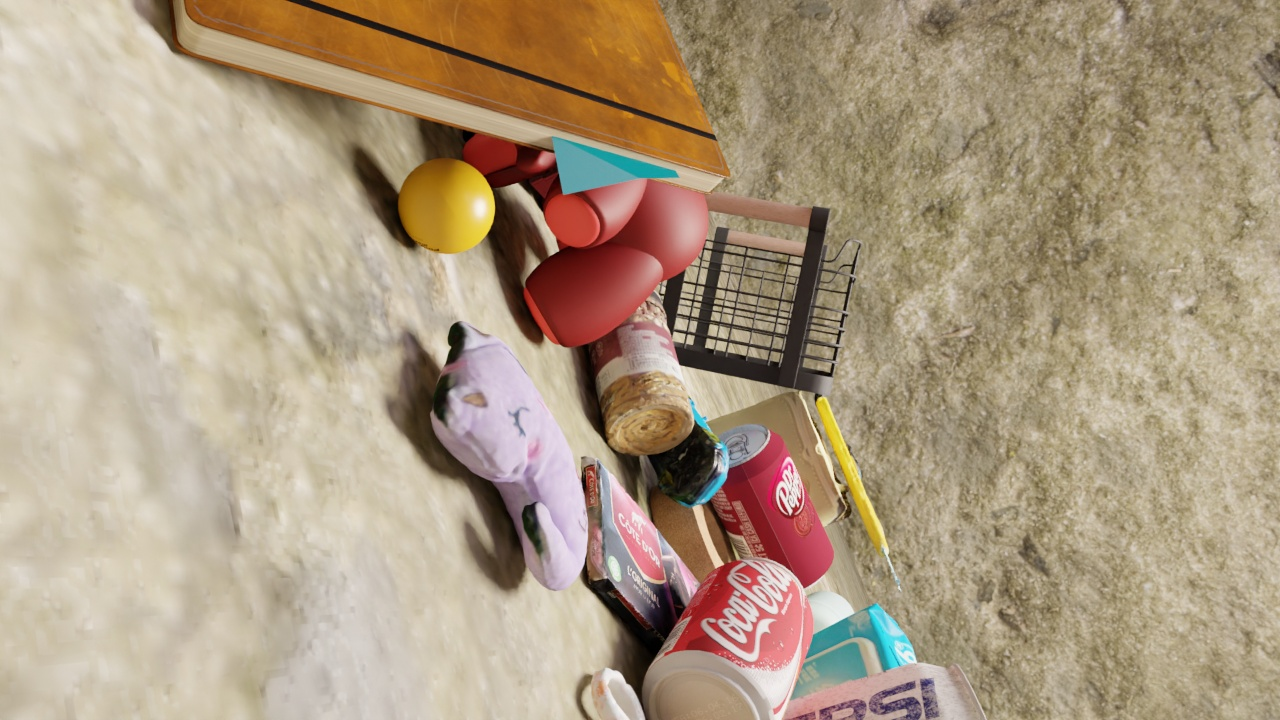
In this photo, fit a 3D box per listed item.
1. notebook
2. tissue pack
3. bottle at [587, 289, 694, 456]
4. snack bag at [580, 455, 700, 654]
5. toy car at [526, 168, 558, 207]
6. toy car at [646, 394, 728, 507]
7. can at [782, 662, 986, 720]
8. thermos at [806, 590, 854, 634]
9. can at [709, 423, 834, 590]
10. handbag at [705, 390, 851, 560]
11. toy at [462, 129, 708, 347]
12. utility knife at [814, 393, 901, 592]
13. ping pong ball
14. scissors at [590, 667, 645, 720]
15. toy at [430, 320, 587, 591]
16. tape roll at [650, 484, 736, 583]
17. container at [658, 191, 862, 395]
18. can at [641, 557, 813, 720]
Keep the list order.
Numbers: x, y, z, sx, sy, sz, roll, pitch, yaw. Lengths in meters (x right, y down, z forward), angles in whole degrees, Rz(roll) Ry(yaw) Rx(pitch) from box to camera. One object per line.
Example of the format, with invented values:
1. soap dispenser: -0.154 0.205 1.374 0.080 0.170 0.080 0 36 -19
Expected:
1. notebook: -0.063 -0.149 0.380 0.248 0.014 0.178 5 57 -42
2. tissue pack: 0.141 0.254 0.610 0.066 0.117 0.209 58 12 -15
3. bottle: -0.004 0.003 0.588 0.056 0.056 0.105 54 16 -48
4. snack bag: 0.008 0.124 0.496 0.155 0.018 0.074 55 18 -40
5. toy car: -0.037 -0.133 0.696 0.170 0.062 0.070 38 31 -69
6. toy car: 0.028 0.055 0.599 0.032 0.048 0.105 33 12 -31
7. can: 0.103 0.203 0.453 0.078 0.136 0.078 -19 89 -84
8. thermos: 0.167 0.257 0.870 0.078 0.065 0.206 46 4 19
9. can: 0.088 0.105 0.644 0.063 0.063 0.114 -86 151 -67
10. handbag: 0.097 0.092 0.729 0.081 0.119 0.111 54 16 -56
11. toy: -0.038 -0.124 0.515 0.158 0.121 0.197 -71 145 -58
12. utility knife: 0.170 0.100 0.725 0.030 0.017 0.175 53 20 -57
13. ping pong ball: -0.082 -0.065 0.388 0.040 0.040 0.040 -23 90 -79
14. scissors: 0.007 0.178 0.398 0.131 0.012 0.073 61 8 -47
15. toy: -0.047 0.039 0.353 0.080 0.036 0.100 -99 164 -55
16. tape roll: 0.039 0.123 0.619 0.094 0.027 0.094 -23 90 -79
17. container: 0.092 -0.054 0.770 0.241 0.163 0.130 -3 104 -79
18. can: 0.047 0.145 0.453 0.064 0.064 0.104 65 27 -7
